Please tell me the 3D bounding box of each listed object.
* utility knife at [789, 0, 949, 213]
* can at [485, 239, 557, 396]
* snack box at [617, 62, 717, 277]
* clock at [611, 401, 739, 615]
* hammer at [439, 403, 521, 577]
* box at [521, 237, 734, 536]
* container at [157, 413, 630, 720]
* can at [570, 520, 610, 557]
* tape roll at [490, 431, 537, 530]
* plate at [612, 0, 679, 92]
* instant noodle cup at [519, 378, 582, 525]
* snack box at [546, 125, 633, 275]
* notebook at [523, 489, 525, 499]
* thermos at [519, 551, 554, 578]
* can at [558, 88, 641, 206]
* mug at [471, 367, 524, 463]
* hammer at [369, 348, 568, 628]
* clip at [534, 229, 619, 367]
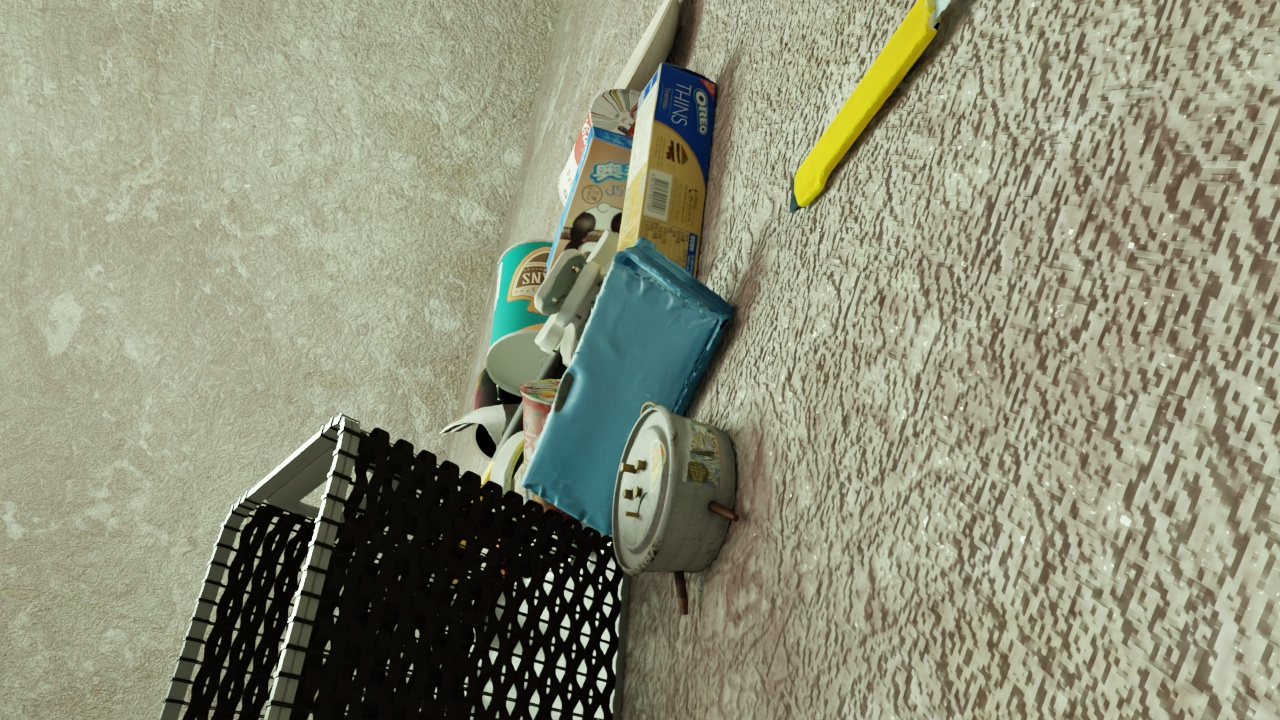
[{"bbox_3d":[0.121,-0.142,0.446,0.218,0.019,0.030,119,154,-59],"label":"utility knife"},{"bbox_3d":[-0.110,-0.046,0.988,0.099,0.099,0.143,117,159,-43],"label":"can"},{"bbox_3d":[0.021,-0.142,0.754,0.056,0.057,0.206,140,142,-61],"label":"snack box"},{"bbox_3d":[0.015,0.074,0.577,0.147,0.056,0.104,-103,30,-56],"label":"clock"},{"bbox_3d":[-0.148,0.202,0.951,0.138,0.035,0.314,-1,90,33],"label":"hammer"},{"bbox_3d":[-0.018,0.032,0.667,0.053,0.093,0.232,-27,-29,-48],"label":"box"},{"bbox_3d":[-0.175,0.224,0.662,0.248,0.243,0.245,-32,43,42],"label":"container"},{"bbox_3d":[-0.052,0.174,0.784,0.031,0.031,0.081,-97,25,-54],"label":"can"},{"bbox_3d":[-0.102,0.112,0.843,0.093,0.018,0.094,-11,-77,-59],"label":"tape roll"},{"bbox_3d":[-0.001,-0.309,0.993,0.189,0.027,0.188,-57,13,20],"label":"plate"},{"bbox_3d":[-0.062,0.081,0.805,0.100,0.100,0.112,-140,56,-74],"label":"instant noodle cup"},{"bbox_3d":[-0.027,-0.136,0.865,0.034,0.087,0.152,-96,24,-55],"label":"snack box"},{"bbox_3d":[-0.085,0.049,1.038,0.170,0.029,0.208,142,143,-65],"label":"notebook"},{"bbox_3d":[-0.096,0.268,0.824,0.223,0.052,0.052,-93,22,-49],"label":"thermos"},{"bbox_3d":[-0.026,-0.200,0.922,0.117,0.086,0.086,127,153,-56],"label":"can"},{"bbox_3d":[-0.149,0.042,1.038,0.098,0.082,0.118,-100,6,-58],"label":"mug"},{"bbox_3d":[-0.132,0.103,0.871,0.029,0.127,0.323,15,74,53],"label":"hammer"},{"bbox_3d":[-0.033,-0.047,0.795,0.126,0.099,0.152,-59,3,3],"label":"clip"}]
